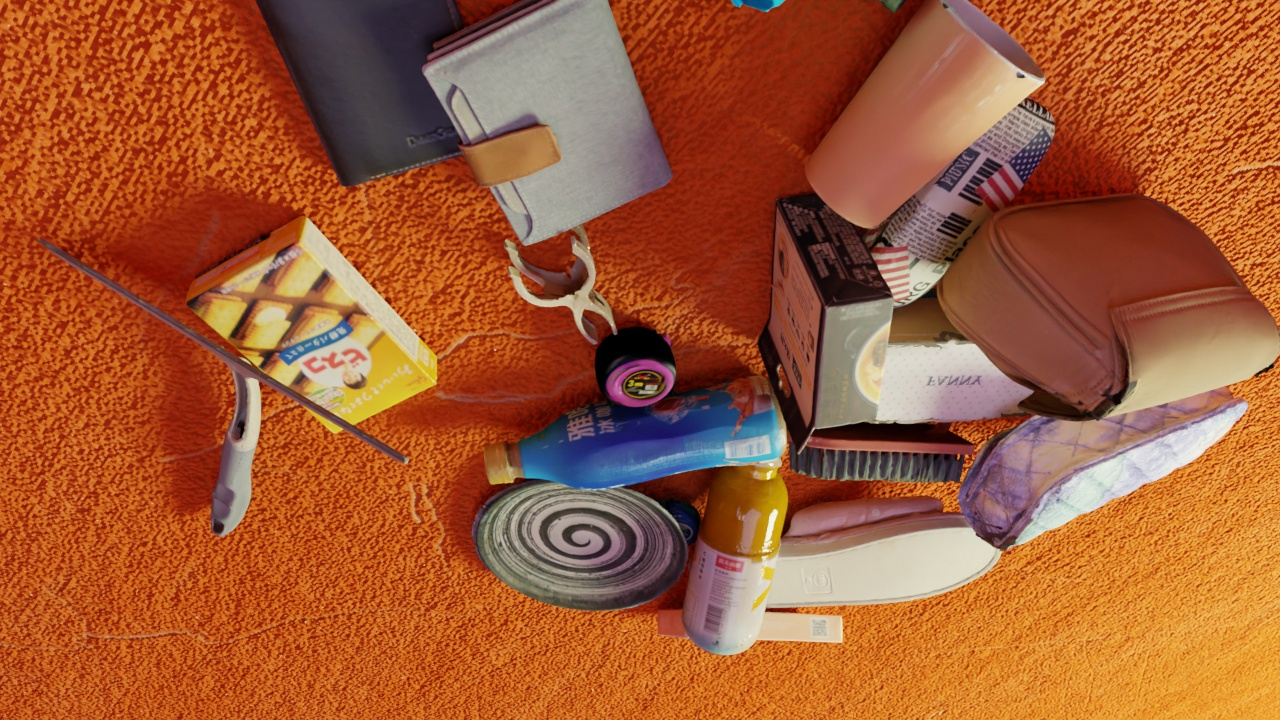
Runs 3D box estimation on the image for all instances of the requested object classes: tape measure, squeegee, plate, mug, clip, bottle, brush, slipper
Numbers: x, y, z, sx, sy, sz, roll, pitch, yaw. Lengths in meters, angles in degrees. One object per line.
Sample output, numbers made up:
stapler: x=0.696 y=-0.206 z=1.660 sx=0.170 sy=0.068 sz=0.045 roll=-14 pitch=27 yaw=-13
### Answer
tape measure: x=-0.004 y=0.004 z=0.645 sx=0.057 sy=0.039 sz=0.058 roll=-11 pitch=138 yaw=-1
squeegee: x=-0.276 y=0.053 z=0.629 sx=0.246 sy=0.039 sz=0.247 roll=31 pitch=137 yaw=0
plate: x=-0.050 y=0.149 z=0.764 sx=0.179 sy=0.024 sz=0.180 roll=3 pitch=132 yaw=3
mug: x=0.154 y=-0.139 z=0.524 sx=0.078 sy=0.078 sz=0.123 roll=21 pitch=131 yaw=-27
clip: x=-0.057 y=-0.046 z=0.594 sx=0.092 sy=0.035 sz=0.103 roll=-10 pitch=141 yaw=-7
bottle: x=-0.005 y=0.059 z=0.678 sx=0.218 sy=0.065 sz=0.065 roll=-10 pitch=133 yaw=-1
bottle: x=0.080 y=0.150 z=0.753 sx=0.068 sy=0.068 sz=0.190 roll=4 pitch=111 yaw=-14
brush: x=0.181 y=0.055 z=0.717 sx=0.145 sy=0.063 sz=0.069 roll=3 pitch=101 yaw=-11
tape measure: x=0.024 y=0.139 z=0.782 sx=0.058 sy=0.025 sz=0.054 roll=-30 pitch=132 yaw=30
slipper: x=0.176 y=0.169 z=0.817 sx=0.275 sy=0.054 sz=0.114 roll=-12 pitch=131 yaw=16

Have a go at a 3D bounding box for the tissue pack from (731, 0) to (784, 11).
tissue pack: x=0.077 y=-0.239 z=0.421 sx=0.140 sy=0.063 sz=0.090 roll=-36 pitch=127 yaw=20

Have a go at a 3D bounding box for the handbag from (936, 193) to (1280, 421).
handbag: x=0.290 y=-0.031 z=0.578 sx=0.204 sy=0.147 sz=0.100 roll=-9 pitch=143 yaw=-27

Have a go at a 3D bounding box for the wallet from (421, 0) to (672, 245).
wallet: x=-0.048 y=-0.130 z=0.507 sx=0.106 sy=0.037 sz=0.130 roll=-26 pitch=134 yaw=0

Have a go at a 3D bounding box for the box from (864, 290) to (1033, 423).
box: x=0.226 y=-0.003 z=0.670 sx=0.184 sy=0.059 sz=0.090 roll=-1 pitch=133 yaw=-12

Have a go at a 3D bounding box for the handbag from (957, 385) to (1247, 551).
handbag: x=0.354 y=0.068 z=0.714 sx=0.193 sy=0.075 sz=0.134 roll=-19 pitch=147 yaw=-14

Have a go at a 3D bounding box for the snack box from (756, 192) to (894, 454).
snack box: x=0.114 y=-0.025 z=0.590 sx=0.053 sy=0.113 sz=0.126 roll=-9 pitch=134 yaw=-3

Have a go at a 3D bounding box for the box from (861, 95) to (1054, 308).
box: x=0.192 y=-0.101 z=0.589 sx=0.070 sy=0.057 sz=0.165 roll=-1 pitch=138 yaw=-42

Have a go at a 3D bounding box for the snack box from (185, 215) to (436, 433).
snack box: x=-0.206 y=-0.018 z=0.592 sx=0.087 sy=0.033 sz=0.140 roll=-24 pitch=133 yaw=12

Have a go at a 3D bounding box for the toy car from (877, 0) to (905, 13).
toy car: x=0.146 y=-0.222 z=0.462 sx=0.036 sy=0.043 sz=0.091 roll=30 pitch=131 yaw=-6

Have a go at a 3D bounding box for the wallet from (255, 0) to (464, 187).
wallet: x=-0.137 y=-0.156 z=0.489 sx=0.096 sy=0.020 sz=0.122 roll=-13 pitch=135 yaw=1

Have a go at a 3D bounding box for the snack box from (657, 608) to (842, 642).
snack box: x=0.102 y=0.251 z=0.871 sx=0.157 sy=0.026 sz=0.085 roll=7 pitch=164 yaw=-16
